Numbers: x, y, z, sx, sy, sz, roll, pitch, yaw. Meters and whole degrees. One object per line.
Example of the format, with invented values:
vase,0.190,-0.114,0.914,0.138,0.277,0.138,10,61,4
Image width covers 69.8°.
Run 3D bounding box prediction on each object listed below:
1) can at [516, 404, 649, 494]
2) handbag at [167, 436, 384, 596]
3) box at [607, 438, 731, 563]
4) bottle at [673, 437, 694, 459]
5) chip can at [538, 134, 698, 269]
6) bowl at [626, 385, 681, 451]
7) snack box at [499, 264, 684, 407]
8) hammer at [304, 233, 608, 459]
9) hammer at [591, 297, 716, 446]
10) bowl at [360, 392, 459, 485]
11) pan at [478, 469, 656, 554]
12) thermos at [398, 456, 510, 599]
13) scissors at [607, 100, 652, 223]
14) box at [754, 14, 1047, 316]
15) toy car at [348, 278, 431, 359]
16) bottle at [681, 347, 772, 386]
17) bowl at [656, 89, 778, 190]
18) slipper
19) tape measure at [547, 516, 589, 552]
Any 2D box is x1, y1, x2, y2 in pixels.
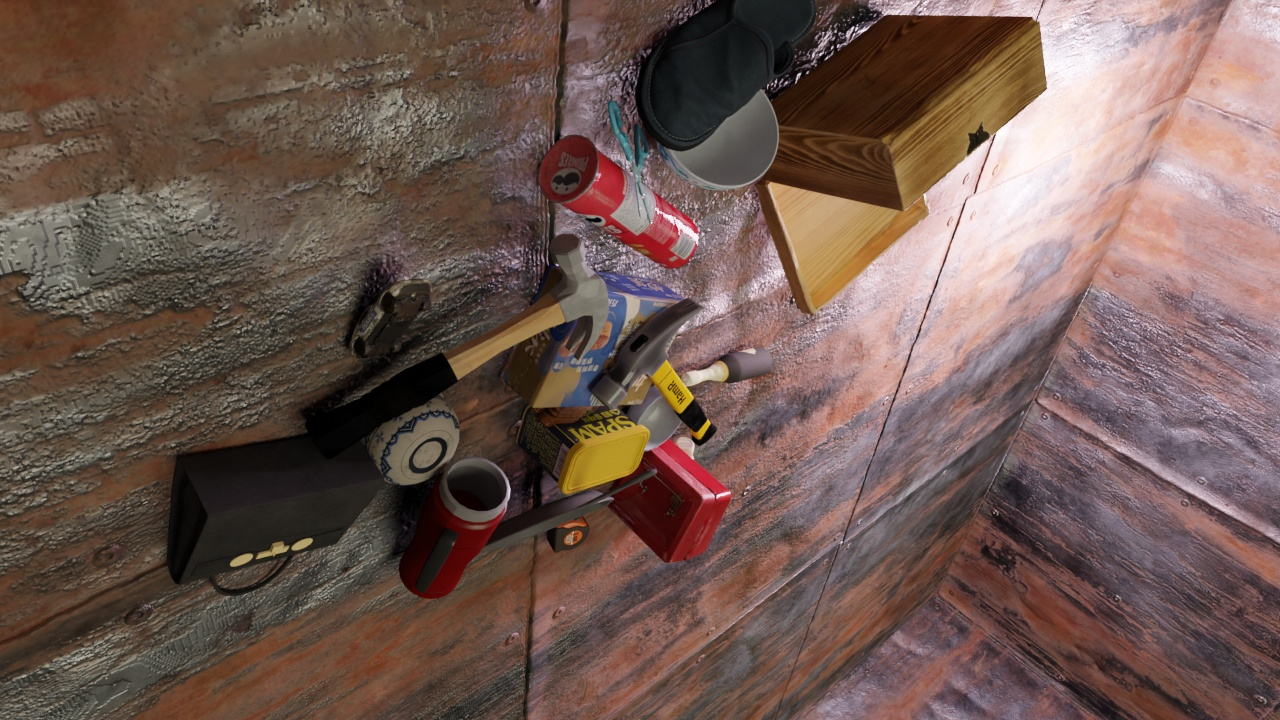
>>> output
can,-0.075,0.099,1.170,0.135,0.104,0.075,-11,130,-45
handbag,-0.381,0.175,0.926,0.175,0.072,0.196,-8,138,-47
box,0.043,0.207,1.374,0.097,0.157,0.130,0,123,-47
bottle,0.059,0.192,1.466,0.059,0.059,0.167,-26,139,-34
chip can,-0.015,-0.168,1.016,0.073,0.073,0.232,-56,148,7
bowl,0.017,0.076,1.320,0.106,0.039,0.106,-31,142,-29
snack box,-0.051,-0.025,1.112,0.202,0.069,0.155,2,121,-52
hammer,-0.179,-0.001,0.932,0.327,0.039,0.131,-31,133,-14
hammer,0.051,0.041,1.216,0.169,0.034,0.324,-49,150,-7
bowl,-0.245,0.086,0.990,0.115,0.059,0.116,-31,142,-29
pan,-0.093,0.183,1.147,0.216,0.024,0.356,-12,166,-42
thermos,-0.222,0.204,1.054,0.199,0.084,0.107,-56,-174,41
scissors,-0.002,-0.204,0.978,0.095,0.015,0.142,-7,85,-67
box,0.331,-0.237,1.206,0.278,0.286,0.336,-41,129,-17
toy car,-0.242,-0.043,0.880,0.113,0.040,0.048,-46,160,31
bottle,0.128,0.014,1.391,0.184,0.045,0.045,-12,131,-45
bowl,0.072,-0.249,1.021,0.143,0.144,0.074,-36,-176,-23
slipper,0.104,-0.329,0.954,0.265,0.084,0.109,-45,106,-18
tape measure,-0.108,0.245,1.337,0.058,0.038,0.058,-14,133,-25
